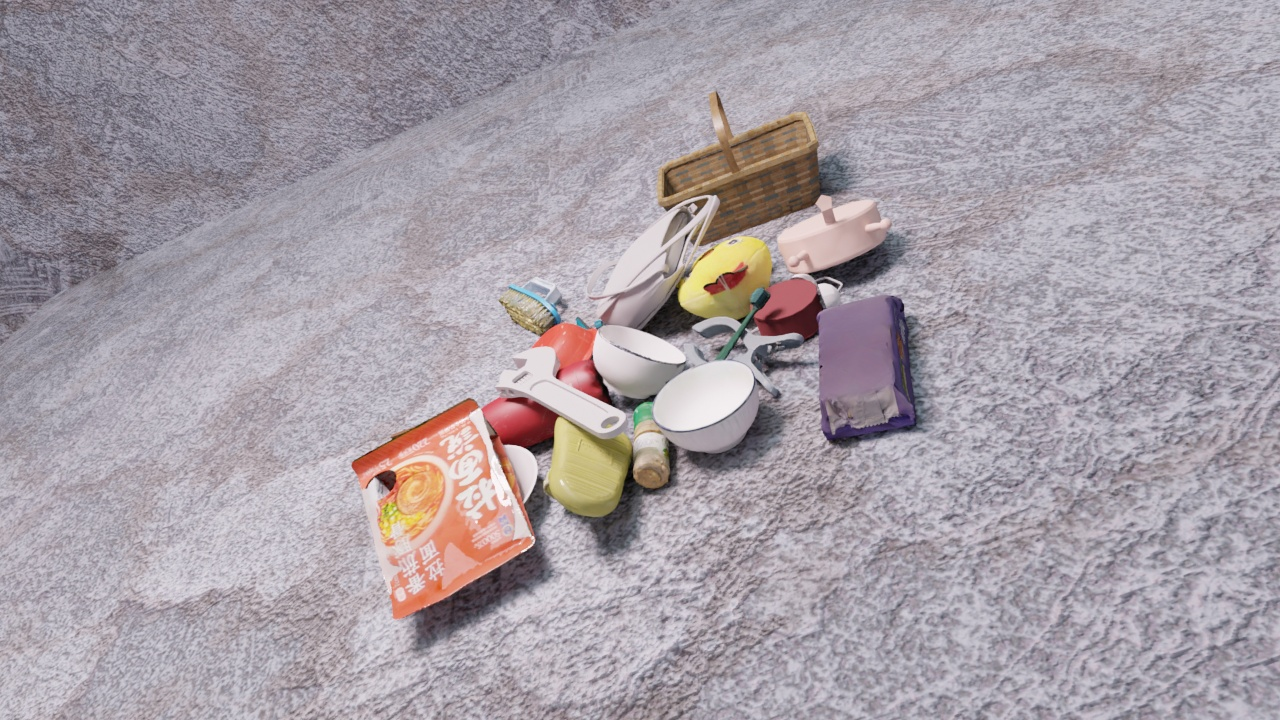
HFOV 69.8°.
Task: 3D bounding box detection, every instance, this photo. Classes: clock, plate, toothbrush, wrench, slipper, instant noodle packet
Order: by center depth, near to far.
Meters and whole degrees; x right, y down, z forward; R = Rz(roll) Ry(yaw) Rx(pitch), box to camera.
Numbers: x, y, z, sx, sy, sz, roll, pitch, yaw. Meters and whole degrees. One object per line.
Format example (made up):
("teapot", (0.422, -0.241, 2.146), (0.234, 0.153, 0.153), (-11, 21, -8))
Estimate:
("slipper", (-0.060, 0.125, 0.993), (0.091, 0.082, 0.190), (18, 21, -7))
("instant noodle packet", (-0.211, 0.166, 0.997), (0.164, 0.084, 0.220), (-28, 41, -4))
("wrench", (-0.086, 0.035, 1.047), (0.086, 0.018, 0.274), (-37, 30, -22))
("plate", (-0.189, 0.170, 1.052), (0.174, 0.036, 0.173), (-20, 31, 12))
("toothbrush", (0.092, -0.006, 1.061), (0.189, 0.017, 0.016), (-55, 39, -5))
("clock", (0.188, -0.064, 1.114), (0.124, 0.044, 0.087), (-33, 30, -11))
("clock", (0.240, -0.168, 1.173), (0.131, 0.086, 0.160), (-22, 5, 9))

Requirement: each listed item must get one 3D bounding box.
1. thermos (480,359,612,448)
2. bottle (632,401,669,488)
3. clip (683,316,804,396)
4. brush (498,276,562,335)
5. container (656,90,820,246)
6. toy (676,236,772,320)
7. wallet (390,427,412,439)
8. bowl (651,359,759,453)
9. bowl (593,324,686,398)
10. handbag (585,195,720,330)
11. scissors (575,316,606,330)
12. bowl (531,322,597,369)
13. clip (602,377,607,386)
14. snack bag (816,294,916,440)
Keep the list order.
("thermos", (-0.155, 0.075, 1.138), (0.240, 0.073, 0.073), (-23, 30, 7))
("bottle", (0.012, 0.092, 1.011), (0.043, 0.043, 0.110), (-19, 31, 13))
("clip", (0.108, 0.004, 1.078), (0.163, 0.028, 0.106), (11, 73, 49))
("brush", (-0.155, -0.086, 1.406), (0.075, 0.055, 0.136), (-42, 33, -15))
("container", (0.141, -0.306, 1.386), (0.250, 0.186, 0.157), (-19, 31, 14))
("toy", (0.112, -0.111, 1.209), (0.134, 0.092, 0.207), (-31, 19, 11))
("wallet", (-0.256, 0.083, 1.207), (0.121, 0.013, 0.087), (-19, -9, 25))
("bowl", (0.077, 0.059, 0.991), (0.118, 0.062, 0.118), (-20, 30, 12))
("bowl", (-0.007, 0.007, 1.116), (0.113, 0.063, 0.113), (18, 16, -6))
("handbag", (0.030, -0.155, 1.251), (0.223, 0.095, 0.215), (-45, 16, 36))
("scissors", (-0.056, -0.044, 1.300), (0.131, 0.019, 0.149), (-2, 37, 37))
("bowl", (-0.115, -0.006, 1.219), (0.131, 0.045, 0.130), (-40, 21, 19))
("clip", (-0.026, -0.009, 1.201), (0.102, 0.054, 0.057), (-38, 70, -19))
("snack bag", (0.234, -0.003, 0.969), (0.096, 0.058, 0.204), (-15, 32, 21))
